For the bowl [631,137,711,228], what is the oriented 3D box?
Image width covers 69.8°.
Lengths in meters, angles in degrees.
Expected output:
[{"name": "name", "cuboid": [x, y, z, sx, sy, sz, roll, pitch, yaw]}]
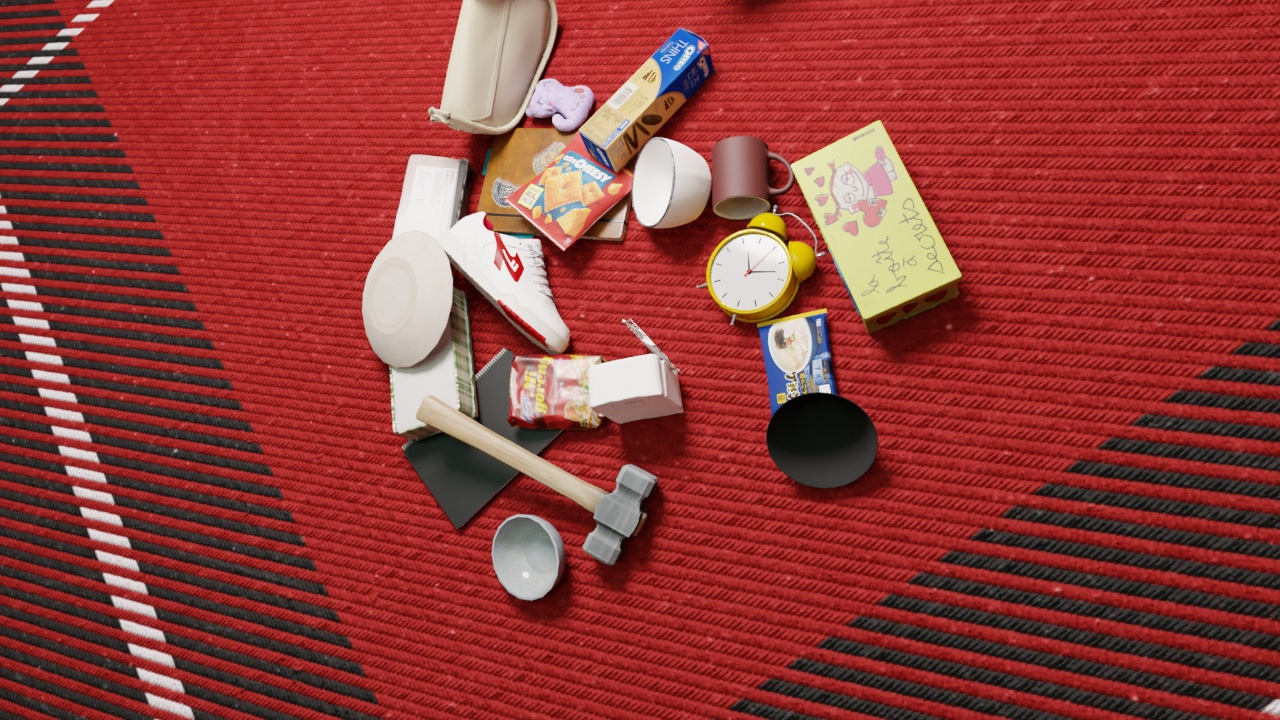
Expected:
[{"name": "bowl", "cuboid": [0.042, -0.226, 1.184, 0.116, 0.065, 0.116, -7, 82, 62]}]

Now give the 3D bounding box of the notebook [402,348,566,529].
[{"name": "notebook", "cuboid": [-0.212, 0.103, 1.242, 0.207, 0.016, 0.149, -44, 67, 5]}]

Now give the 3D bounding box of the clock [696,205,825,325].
[{"name": "clock", "cuboid": [0.150, -0.117, 1.144, 0.152, 0.052, 0.113, -44, 66, 9]}]

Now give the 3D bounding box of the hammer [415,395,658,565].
[{"name": "hammer", "cuboid": [-0.139, 0.130, 1.150, 0.323, 0.051, 0.117, 27, 91, 12]}]

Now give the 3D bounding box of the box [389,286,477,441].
[{"name": "box", "cuboid": [-0.290, 0.001, 1.268, 0.118, 0.050, 0.205, -21, 63, 20]}]

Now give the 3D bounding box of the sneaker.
[{"name": "sneaker", "cuboid": [-0.163, -0.115, 1.241, 0.104, 0.090, 0.236, -44, 72, -9]}]

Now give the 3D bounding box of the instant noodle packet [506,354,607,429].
[{"name": "instant noodle packet", "cuboid": [-0.107, 0.040, 1.196, 0.135, 0.040, 0.098, 0, 76, 9]}]

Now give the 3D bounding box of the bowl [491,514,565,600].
[{"name": "bowl", "cuboid": [-0.134, 0.244, 1.154, 0.106, 0.039, 0.106, 0, 91, 32]}]

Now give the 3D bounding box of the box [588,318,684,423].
[{"name": "box", "cuboid": [-0.007, 0.001, 1.141, 0.103, 0.110, 0.130, -13, 73, 17]}]

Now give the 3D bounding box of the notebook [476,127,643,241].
[{"name": "notebook", "cuboid": [-0.126, -0.246, 1.300, 0.250, 0.014, 0.178, 7, 79, 22]}]

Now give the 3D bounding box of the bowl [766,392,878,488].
[{"name": "bowl", "cuboid": [0.210, 0.080, 1.057, 0.124, 0.052, 0.124, 6, 116, 13]}]

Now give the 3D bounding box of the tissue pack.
[{"name": "tissue pack", "cuboid": [-0.307, -0.205, 1.337, 0.104, 0.071, 0.181, 5, 81, 6]}]

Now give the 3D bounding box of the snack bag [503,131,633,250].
[{"name": "snack bag", "cuboid": [-0.093, -0.231, 1.251, 0.144, 0.039, 0.131, -44, 65, -9]}]

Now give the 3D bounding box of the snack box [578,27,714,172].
[{"name": "snack box", "cuboid": [0.012, -0.351, 1.235, 0.057, 0.056, 0.206, 40, 82, 25]}]

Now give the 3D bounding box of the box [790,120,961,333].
[{"name": "box", "cuboid": [0.279, -0.155, 1.090, 0.124, 0.082, 0.220, -23, 68, 13]}]

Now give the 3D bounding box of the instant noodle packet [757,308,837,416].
[{"name": "instant noodle packet", "cuboid": [0.192, 0.009, 1.109, 0.087, 0.026, 0.134, -12, 72, 21]}]

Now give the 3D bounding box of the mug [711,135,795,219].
[{"name": "mug", "cuboid": [0.143, -0.234, 1.163, 0.106, 0.073, 0.082, -6, 74, 21]}]

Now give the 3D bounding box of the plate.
[{"name": "plate", "cuboid": [-0.327, -0.086, 1.246, 0.189, 0.027, 0.188, -5, 82, 37]}]

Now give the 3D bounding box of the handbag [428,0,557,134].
[{"name": "handbag", "cuboid": [-0.232, -0.438, 1.309, 0.132, 0.183, 0.229, 16, 99, 26]}]

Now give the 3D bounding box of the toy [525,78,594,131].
[{"name": "toy", "cuboid": [-0.118, -0.366, 1.315, 0.100, 0.036, 0.080, 14, 73, 22]}]
